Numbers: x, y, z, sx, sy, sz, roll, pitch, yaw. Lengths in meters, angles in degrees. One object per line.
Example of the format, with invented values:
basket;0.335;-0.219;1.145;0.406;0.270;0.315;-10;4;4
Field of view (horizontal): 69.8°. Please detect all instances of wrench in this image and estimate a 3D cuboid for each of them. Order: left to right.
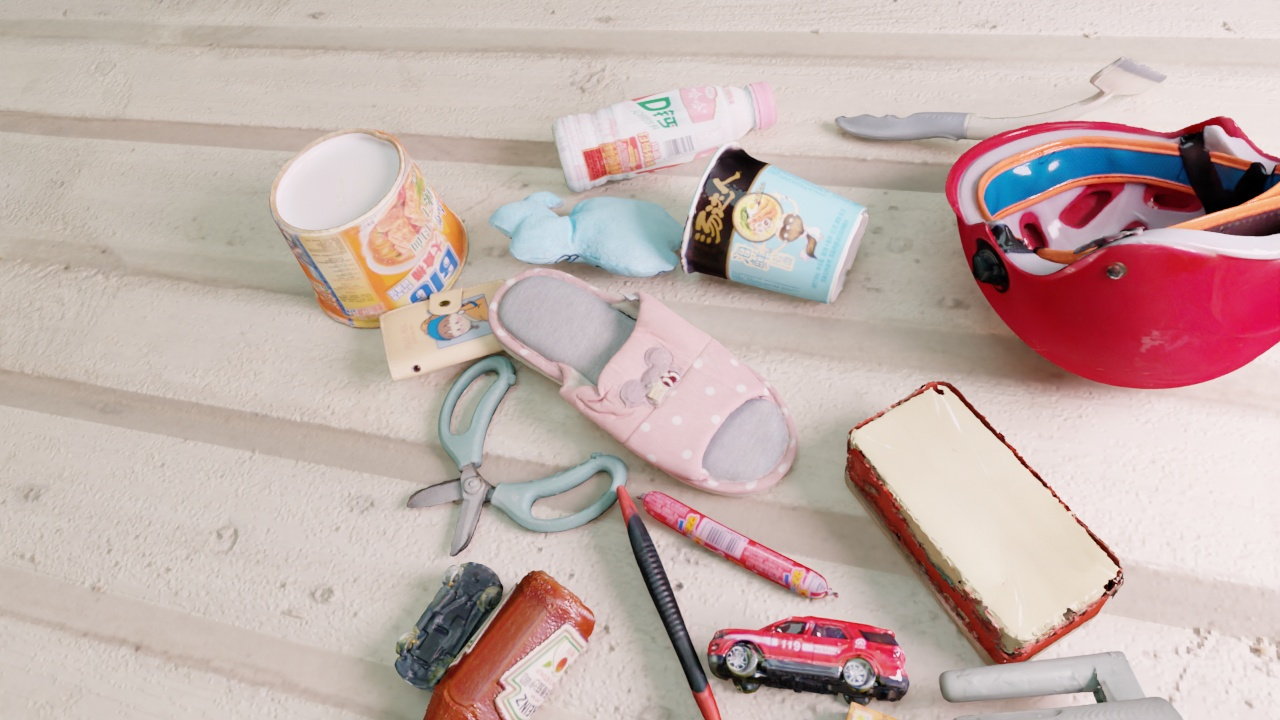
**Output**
wrench;0.032;0.193;0.574;0.016;0.056;0.273;-21;52;-4

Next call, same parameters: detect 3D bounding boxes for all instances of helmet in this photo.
helmet;0.324;-0.068;0.617;0.206;0.144;0.240;-25;30;-15

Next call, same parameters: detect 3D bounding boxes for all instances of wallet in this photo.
wallet;-0.157;-0.028;0.765;0.115;0.024;0.087;-18;47;-8

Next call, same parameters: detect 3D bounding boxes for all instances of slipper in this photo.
slipper;-0.004;0.004;0.686;0.274;0.054;0.114;33;66;22

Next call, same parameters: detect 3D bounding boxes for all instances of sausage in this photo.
sausage;0.062;0.126;0.625;0.156;0.020;0.020;24;66;25

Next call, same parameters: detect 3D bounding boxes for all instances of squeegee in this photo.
squeegee;0.275;-0.198;0.746;0.247;0.039;0.245;0;12;35

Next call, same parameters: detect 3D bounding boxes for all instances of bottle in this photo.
bottle;-0.110;0.228;0.576;0.060;0.060;0.205;29;69;27
bottle;0.022;-0.207;0.821;0.197;0.068;0.068;-15;56;0

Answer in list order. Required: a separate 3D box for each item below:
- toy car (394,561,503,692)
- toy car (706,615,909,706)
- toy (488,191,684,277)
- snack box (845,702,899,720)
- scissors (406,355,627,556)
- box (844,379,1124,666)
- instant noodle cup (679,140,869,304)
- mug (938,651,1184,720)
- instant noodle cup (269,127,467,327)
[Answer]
toy car;-0.128;0.181;0.624;0.043;0.034;0.090;18;61;26
toy car;0.101;0.182;0.561;0.120;0.053;0.045;1;57;11
toy;-0.037;-0.109;0.773;0.156;0.050;0.161;-18;42;-21
snack box;0.181;0.257;0.507;0.156;0.027;0.076;15;62;21
scissors;-0.094;0.065;0.701;0.174;0.019;0.169;-8;58;9
box;0.205;0.097;0.573;0.091;0.079;0.168;-30;56;-8
instant noodle cup;0.108;-0.101;0.712;0.120;0.111;0.111;21;65;16
mug;0.218;0.206;0.475;0.103;0.084;0.123;-9;29;8
instant noodle cup;-0.240;-0.120;0.797;0.151;0.111;0.151;-6;57;9
